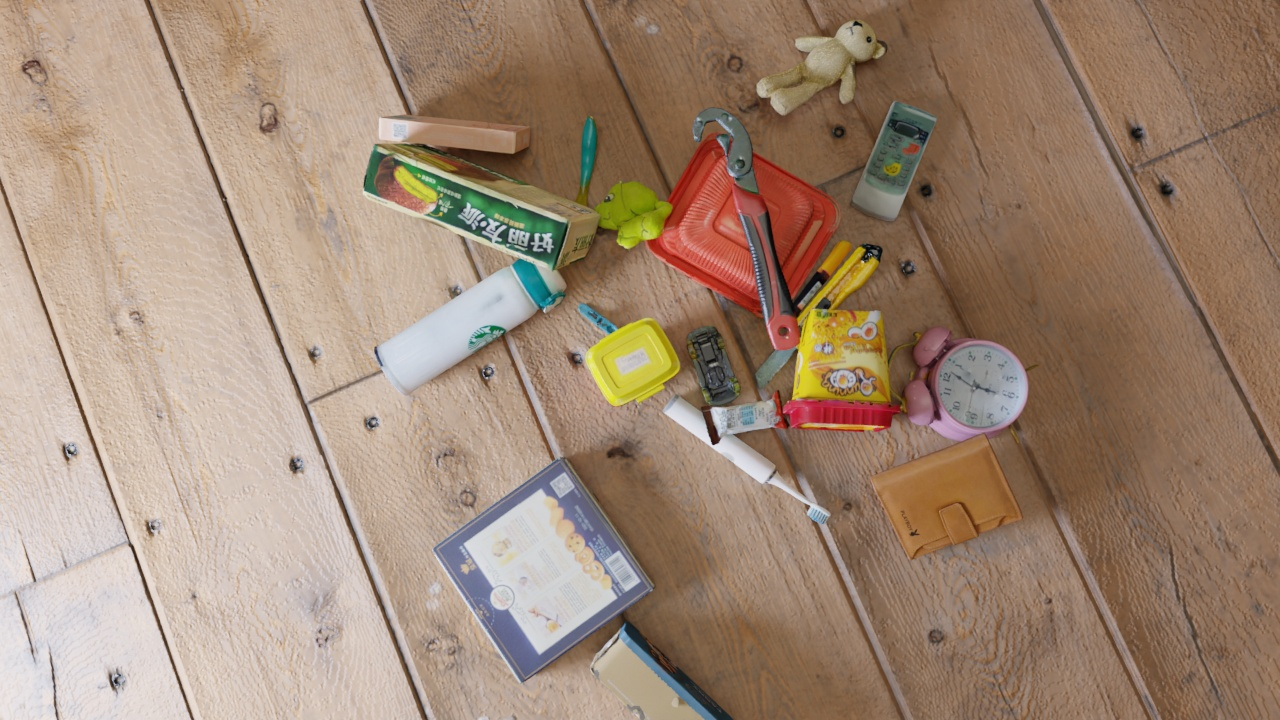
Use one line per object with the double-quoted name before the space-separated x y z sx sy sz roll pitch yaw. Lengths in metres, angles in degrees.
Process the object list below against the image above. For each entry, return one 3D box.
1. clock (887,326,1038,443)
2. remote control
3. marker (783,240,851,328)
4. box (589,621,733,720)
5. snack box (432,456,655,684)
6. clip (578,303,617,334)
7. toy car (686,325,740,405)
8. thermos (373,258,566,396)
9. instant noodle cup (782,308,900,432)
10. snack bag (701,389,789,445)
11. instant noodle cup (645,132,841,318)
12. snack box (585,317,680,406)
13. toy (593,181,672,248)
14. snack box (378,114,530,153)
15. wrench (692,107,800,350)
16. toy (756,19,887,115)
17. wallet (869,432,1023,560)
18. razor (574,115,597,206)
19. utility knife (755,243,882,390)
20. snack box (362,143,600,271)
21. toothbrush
"clock" 0.349 0.026 1.014 0.158 0.060 0.117 15 85 5
"remote control" 0.293 -0.230 1.063 0.056 0.019 0.135 23 86 5
"marker" 0.200 -0.088 1.056 0.124 0.018 0.015 -52 45 -1
"box" 0.031 0.365 0.985 0.184 0.090 0.060 40 86 4
"snack box" -0.107 0.231 1.026 0.182 0.046 0.178 -35 83 -1
"clip" -0.049 -0.047 1.064 0.056 0.041 0.014 38 88 0
"toy car" 0.082 0.007 1.042 0.043 0.036 0.091 -19 84 0
"thermos" -0.189 -0.044 1.048 0.224 0.073 0.073 -32 83 -1
"instant noodle cup" 0.217 0.012 0.995 0.116 0.116 0.123 2 83 4
"snack bag" 0.119 0.063 1.027 0.104 0.026 0.048 -13 85 -18
"instant noodle cup" 0.119 -0.153 1.036 0.189 0.079 0.164 29 91 1
"snack box" -0.006 0.006 1.026 0.091 0.080 0.082 -29 82 0
"toy" -0.009 -0.169 1.052 0.097 0.031 0.100 -20 54 18
"snack box" -0.213 -0.263 1.061 0.157 0.084 0.026 7 108 4
"wrench" 0.121 -0.143 0.987 0.056 0.016 0.273 -19 90 1
"toy" 0.205 -0.339 1.055 0.157 0.066 0.105 -34 66 -8
"wallet" 0.331 0.149 0.996 0.132 0.031 0.108 -24 100 17
"razor" -0.067 -0.220 1.077 0.043 0.028 0.132 8 90 17
"utility knife" 0.204 -0.052 1.052 0.033 0.015 0.216 40 88 9
"snack box" -0.175 -0.176 1.024 0.240 0.114 0.063 22 107 8
"toothbrush" 0.121 0.112 1.035 0.221 0.027 0.026 36 80 5
